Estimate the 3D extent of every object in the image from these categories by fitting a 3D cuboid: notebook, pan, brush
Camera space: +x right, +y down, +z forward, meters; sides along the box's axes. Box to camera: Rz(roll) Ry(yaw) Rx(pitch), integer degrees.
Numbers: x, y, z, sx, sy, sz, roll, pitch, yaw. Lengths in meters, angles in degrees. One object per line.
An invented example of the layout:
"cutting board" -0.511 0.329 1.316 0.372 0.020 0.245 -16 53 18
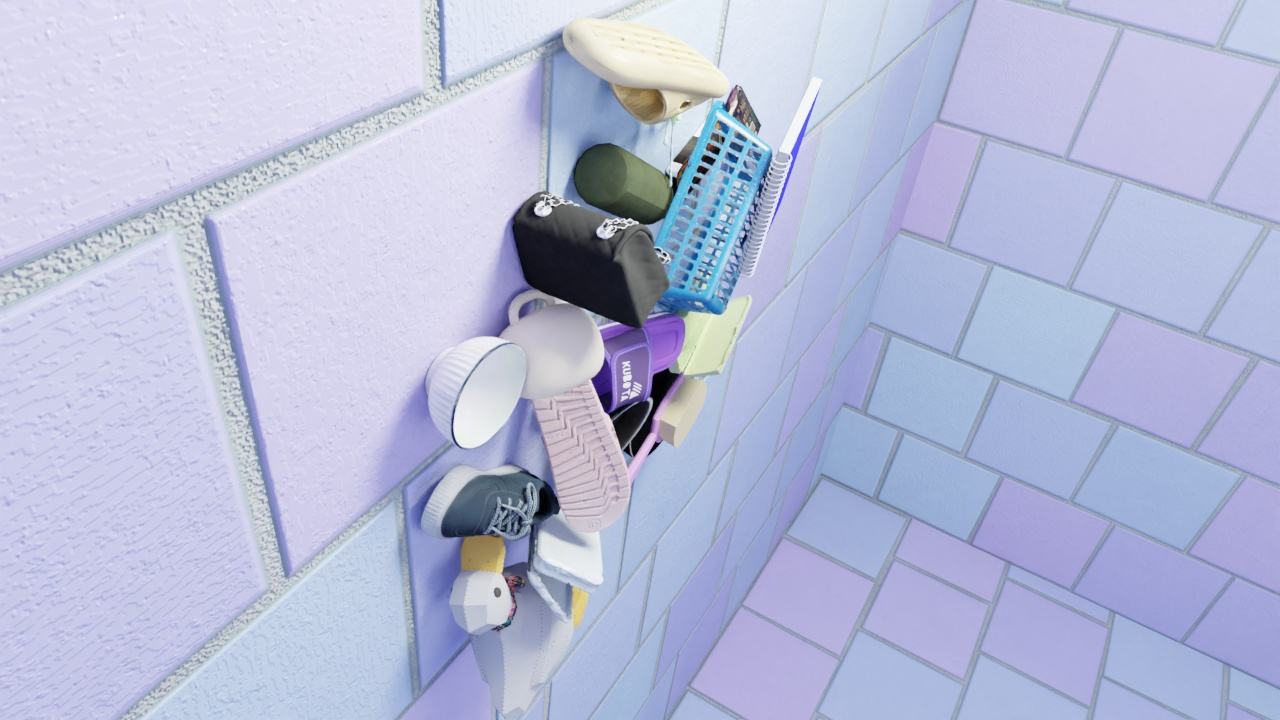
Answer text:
"notebook" 0.179 -0.232 1.187 0.210 0.022 0.171 102 12 -52
"pan" -0.066 0.165 1.373 0.186 0.055 0.358 -39 163 -30
"pan" 0.012 0.046 1.461 0.225 0.034 0.356 -64 160 -3
"brush" 0.039 0.119 1.495 0.228 0.043 0.089 -57 159 -28

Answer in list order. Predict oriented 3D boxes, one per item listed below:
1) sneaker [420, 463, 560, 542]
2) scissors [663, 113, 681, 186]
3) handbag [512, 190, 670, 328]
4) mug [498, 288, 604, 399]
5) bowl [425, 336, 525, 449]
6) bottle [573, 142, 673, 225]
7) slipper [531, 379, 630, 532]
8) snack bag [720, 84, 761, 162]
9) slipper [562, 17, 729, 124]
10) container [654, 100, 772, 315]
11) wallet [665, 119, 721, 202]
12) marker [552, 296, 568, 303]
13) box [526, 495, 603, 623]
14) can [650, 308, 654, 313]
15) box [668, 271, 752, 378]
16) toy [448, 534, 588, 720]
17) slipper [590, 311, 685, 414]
"sneaker" -0.168 0.174 1.081 0.089 0.087 0.235 -68 160 8
"scissors" 0.040 -0.290 1.091 0.159 0.025 0.171 -22 114 -87
"handbag" -0.045 -0.123 0.959 0.114 0.154 0.125 -53 152 -21
"mug" -0.111 -0.018 1.010 0.099 0.096 0.120 -26 100 -48
"bowl" -0.175 0.025 0.929 0.117 0.062 0.118 -50 155 -35
"bottle" -0.005 -0.199 1.084 0.071 0.071 0.206 -68 160 7
"slipper" -0.077 0.098 1.148 0.064 0.094 0.239 -112 -174 -74
"snack bag" 0.149 -0.349 1.376 0.074 0.018 0.155 -66 160 0
"slipper" -0.003 -0.298 0.960 0.079 0.111 0.260 -51 164 28
"container" 0.104 -0.177 1.253 0.362 0.089 0.257 -2 115 -81
"wallet" 0.074 -0.275 1.272 0.122 0.019 0.072 -54 154 -28
"marker" -0.095 -0.054 1.094 0.023 0.027 0.133 -53 155 -30
"box" -0.096 0.234 1.203 0.122 0.083 0.215 60 7 -21
"can" 0.008 -0.051 1.342 0.032 0.032 0.095 -57 158 -23
"box" 0.101 -0.063 1.456 0.083 0.092 0.187 56 40 -29
"toy" -0.166 0.339 1.193 0.267 0.141 0.246 21 68 -72
"slipper" -0.007 0.007 1.227 0.265 0.084 0.107 -23 128 -47
